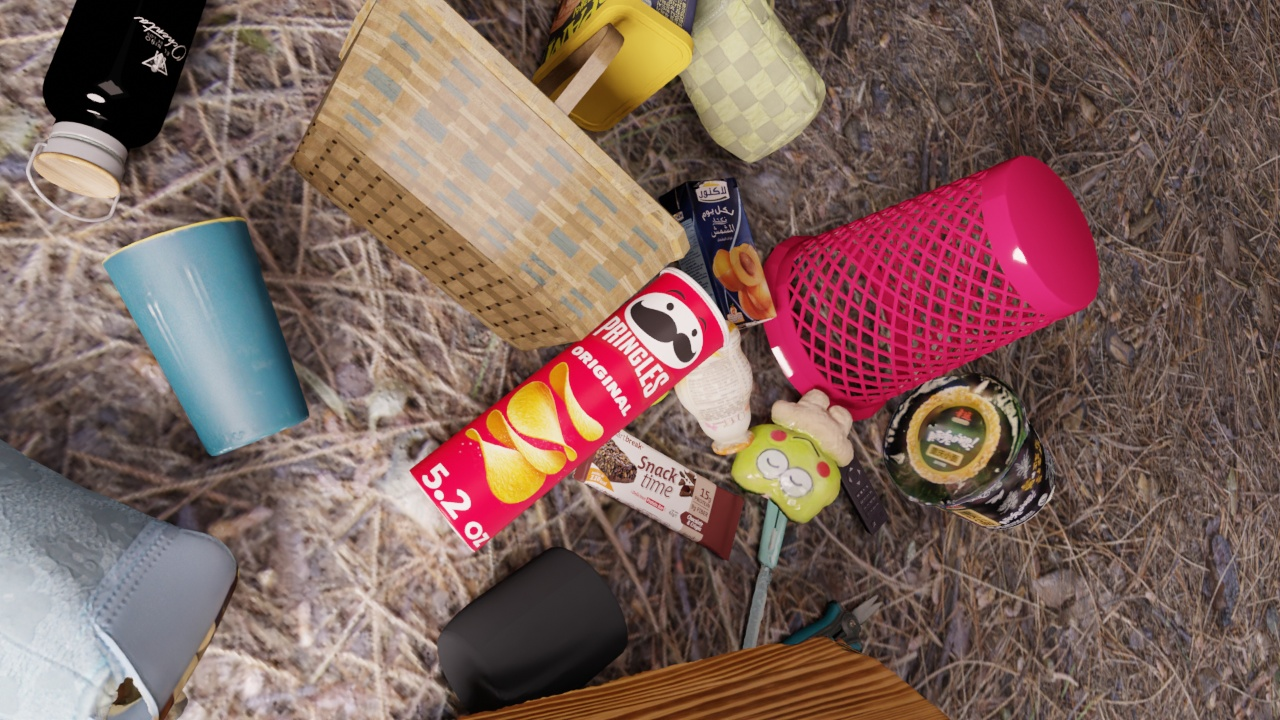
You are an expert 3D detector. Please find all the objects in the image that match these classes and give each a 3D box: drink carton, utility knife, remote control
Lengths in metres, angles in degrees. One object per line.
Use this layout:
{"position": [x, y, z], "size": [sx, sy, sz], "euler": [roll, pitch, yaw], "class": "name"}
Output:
{"position": [0.065, -0.089, 0.784], "size": [0.064, 0.040, 0.130], "euler": [-13, 86, -38], "class": "drink carton"}
{"position": [0.108, 0.158, 0.766], "size": [0.022, 0.016, 0.179], "euler": [15, 67, 3], "class": "utility knife"}
{"position": [0.183, 0.095, 0.835], "size": [0.032, 0.015, 0.136], "euler": [-35, 99, -37], "class": "remote control"}

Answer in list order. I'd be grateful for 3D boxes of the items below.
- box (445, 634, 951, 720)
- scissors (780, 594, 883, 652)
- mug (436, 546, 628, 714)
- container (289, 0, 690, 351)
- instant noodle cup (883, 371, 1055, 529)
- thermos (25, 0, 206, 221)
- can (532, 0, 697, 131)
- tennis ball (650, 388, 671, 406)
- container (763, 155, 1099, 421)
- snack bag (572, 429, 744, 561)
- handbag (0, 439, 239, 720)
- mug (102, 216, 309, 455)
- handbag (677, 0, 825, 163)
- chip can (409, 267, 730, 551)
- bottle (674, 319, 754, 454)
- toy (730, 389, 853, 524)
{"position": [0.018, 0.255, 0.429], "size": [0.279, 0.316, 0.281], "euler": [-8, 66, -14], "class": "box"}
{"position": [0.160, 0.242, 0.777], "size": [0.128, 0.019, 0.140], "euler": [29, 56, -20], "class": "scissors"}
{"position": [-0.069, 0.196, 0.595], "size": [0.094, 0.085, 0.122], "euler": [-29, 125, -37], "class": "mug"}
{"position": [-0.087, -0.144, 0.622], "size": [0.250, 0.158, 0.186], "euler": [41, 69, -21], "class": "container"}
{"position": [0.318, 0.092, 0.869], "size": [0.112, 0.138, 0.137], "euler": [34, 60, -36], "class": "instant noodle cup"}
{"position": [-0.298, -0.188, 0.535], "size": [0.061, 0.061, 0.231], "euler": [20, 67, -31], "class": "thermos"}
{"position": [-0.016, -0.261, 0.712], "size": [0.075, 0.136, 0.104], "euler": [25, 62, -29], "class": "can"}
{"position": [-0.004, 0.004, 0.693], "size": [0.065, 0.065, 0.065], "euler": [10, 72, -34], "class": "tennis ball"}
{"position": [0.246, -0.066, 0.779], "size": [0.183, 0.226, 0.183], "euler": [15, 64, -34], "class": "container"}
{"position": [0.019, 0.100, 0.717], "size": [0.158, 0.013, 0.056], "euler": [33, 59, -25], "class": "snack bag"}
{"position": [-0.299, 0.114, 0.429], "size": [0.192, 0.119, 0.121], "euler": [28, 22, -17], "class": "handbag"}
{"position": [-0.241, -0.012, 0.525], "size": [0.078, 0.078, 0.121], "euler": [-27, 99, -37], "class": "mug"}
{"position": [0.084, -0.277, 0.813], "size": [0.186, 0.113, 0.116], "euler": [52, 41, -17], "class": "handbag"}
{"position": [-0.044, 0.030, 0.609], "size": [0.220, 0.069, 0.069], "euler": [-39, 102, -14], "class": "chip can"}
{"position": [0.060, 0.021, 0.738], "size": [0.063, 0.063, 0.108], "euler": [-30, 109, -37], "class": "bottle"}
{"position": [0.133, 0.075, 0.770], "size": [0.092, 0.046, 0.115], "euler": [33, 68, 13], "class": "toy"}
